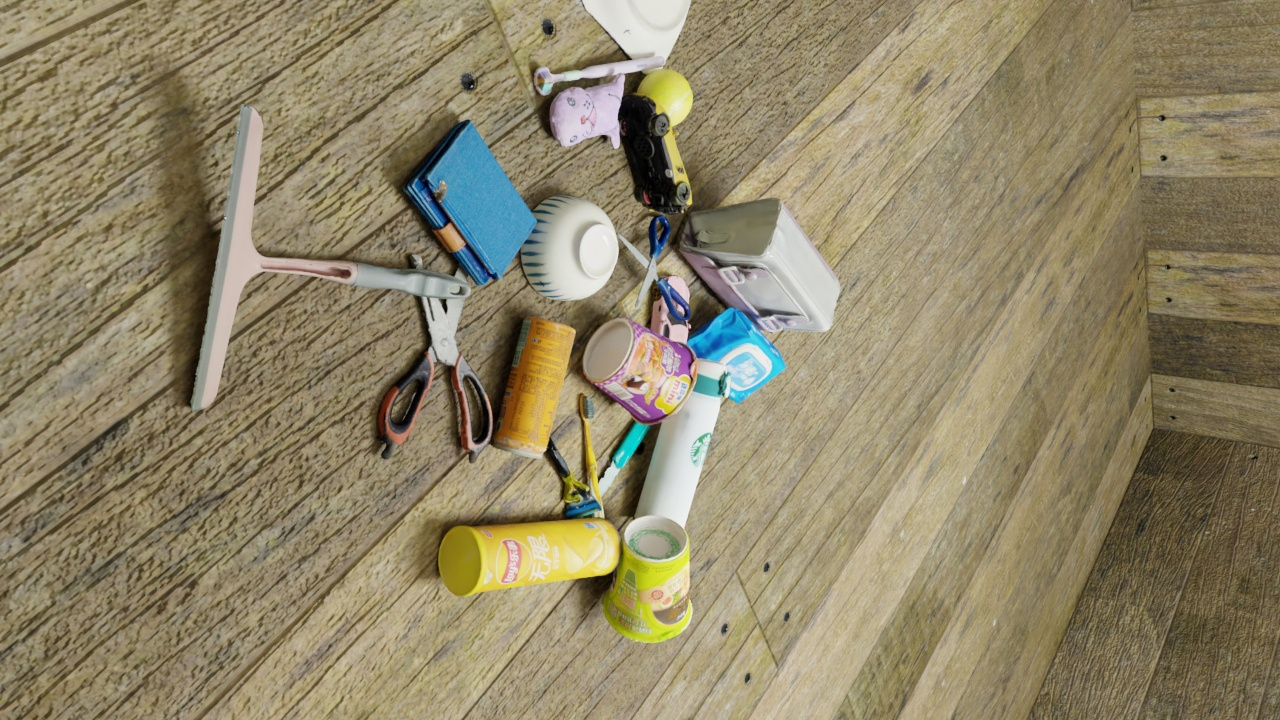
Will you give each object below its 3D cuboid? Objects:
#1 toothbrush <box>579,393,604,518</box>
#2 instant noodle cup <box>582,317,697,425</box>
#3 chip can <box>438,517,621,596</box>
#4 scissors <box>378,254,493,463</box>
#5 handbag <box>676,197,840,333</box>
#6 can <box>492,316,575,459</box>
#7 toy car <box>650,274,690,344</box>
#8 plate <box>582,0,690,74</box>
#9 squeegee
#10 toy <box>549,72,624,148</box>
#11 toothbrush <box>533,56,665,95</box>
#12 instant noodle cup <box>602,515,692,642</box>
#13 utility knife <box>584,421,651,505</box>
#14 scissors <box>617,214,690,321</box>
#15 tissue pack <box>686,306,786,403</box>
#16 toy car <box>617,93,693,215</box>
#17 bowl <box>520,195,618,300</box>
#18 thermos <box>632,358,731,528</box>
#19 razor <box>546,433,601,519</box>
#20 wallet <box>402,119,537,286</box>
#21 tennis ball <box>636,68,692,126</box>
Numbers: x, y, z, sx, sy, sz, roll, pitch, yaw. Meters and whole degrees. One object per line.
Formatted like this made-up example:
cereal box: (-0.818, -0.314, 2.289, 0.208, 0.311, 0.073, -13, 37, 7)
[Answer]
toothbrush: (-0.055, 0.133, 1.094, 0.016, 0.018, 0.191, -13, 103, -35)
instant noodle cup: (-0.006, 0.006, 1.072, 0.099, 0.112, 0.111, 33, 73, -37)
chip can: (-0.117, 0.211, 1.010, 0.213, 0.072, 0.072, 6, 93, -50)
scissors: (-0.198, 0.005, 0.916, 0.189, 0.015, 0.226, 45, 65, -39)
handbag: (0.153, -0.114, 1.189, 0.197, 0.145, 0.098, 42, 62, -45)
can: (-0.114, 0.029, 0.984, 0.058, 0.058, 0.146, 19, 84, -48)
toy car: (0.038, -0.047, 1.157, 0.056, 0.037, 0.122, 2, 95, -50)
plate: (0.011, -0.432, 1.050, 0.164, 0.034, 0.163, 35, 72, -46)
squeegee: (-0.259, -0.076, 0.813, 0.249, 0.040, 0.248, 3, 106, -47)
toy: (-0.059, -0.267, 1.002, 0.107, 0.039, 0.084, -26, 128, -44)
toothbrush: (-0.040, -0.322, 1.017, 0.188, 0.021, 0.029, -24, 121, -38)
instant noodle cup: (0.013, 0.257, 1.108, 0.111, 0.112, 0.124, -30, 137, -41)
utility knife: (-0.012, 0.099, 1.147, 0.222, 0.013, 0.029, -56, 131, -23)
scissors: (0.020, -0.106, 1.092, 0.162, 0.012, 0.172, 59, 32, -31)
tissue pack: (0.126, -0.005, 1.223, 0.095, 0.052, 0.157, -37, 136, 12)
toy car: (0.018, -0.239, 1.068, 0.041, 0.071, 0.156, -42, 126, -33)
bowl: (-0.067, -0.121, 1.001, 0.116, 0.066, 0.116, -12, 106, -46)
thermos: (0.055, 0.106, 1.158, 0.073, 0.073, 0.224, 11, 97, -49)
razor: (-0.091, 0.124, 1.059, 0.043, 0.022, 0.143, -22, 119, 5)
wallet: (-0.164, -0.153, 0.907, 0.133, 0.040, 0.106, 56, 48, -37)
tennis ball: (0.028, -0.306, 1.071, 0.065, 0.066, 0.065, -12, 106, -47)
